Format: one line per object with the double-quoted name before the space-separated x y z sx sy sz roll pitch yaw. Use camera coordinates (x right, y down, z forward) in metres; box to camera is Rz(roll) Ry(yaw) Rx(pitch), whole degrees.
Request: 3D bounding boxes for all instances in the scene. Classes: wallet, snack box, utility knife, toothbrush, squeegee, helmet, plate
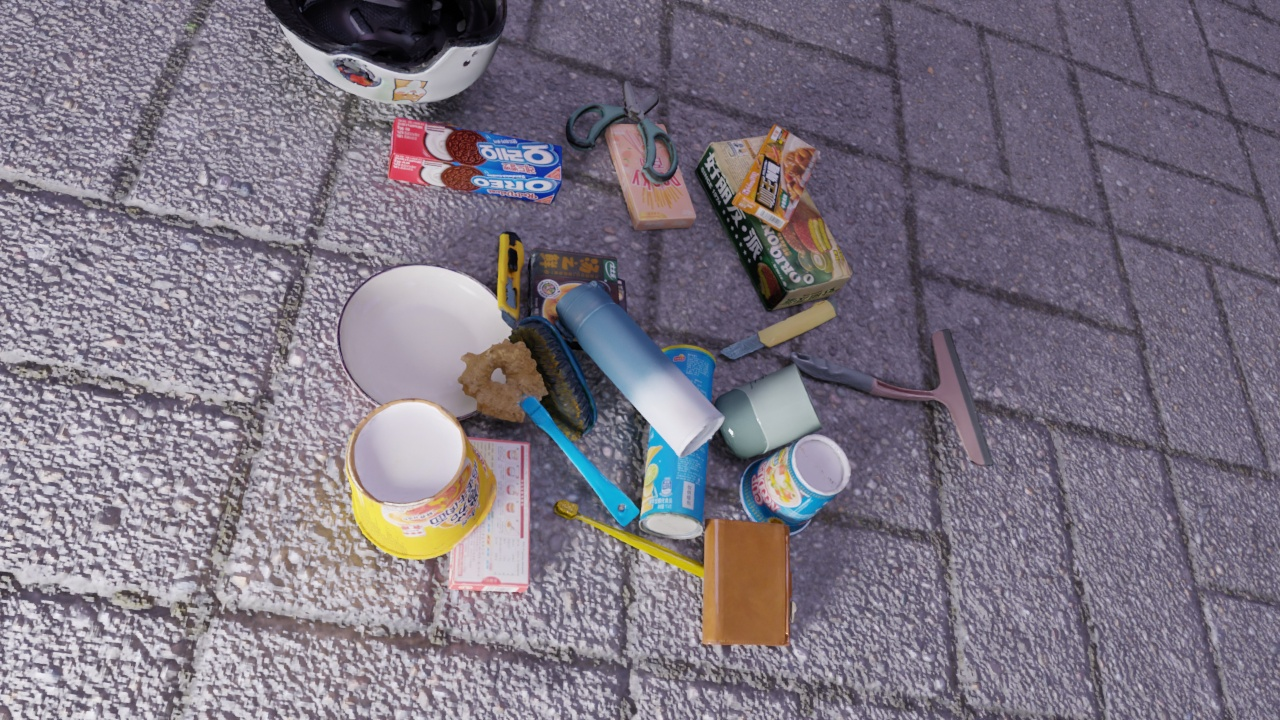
"wallet" 0.117 0.239 0.988 0.107 0.031 0.131 7 76 -21
"snack box" 0.177 -0.189 1.236 0.114 0.063 0.240 -16 70 -28
"utility knife" 0.186 -0.041 1.185 0.211 0.022 0.031 -21 72 -37
"snack box" 0.181 -0.242 1.211 0.075 0.026 0.153 30 55 -3
"snack box" -0.153 0.156 0.940 0.077 0.027 0.155 7 61 -18
"toothbrush" -0.005 0.192 0.985 0.190 0.017 0.015 25 58 -7
"squeegee" 0.306 0.028 1.185 0.249 0.040 0.247 12 43 -9
"utility knife" -0.148 -0.096 1.055 0.033 0.015 0.170 26 37 -29
"snack box" -0.198 -0.243 1.119 0.207 0.057 0.058 6 64 -19
"helmet" -0.300 -0.401 1.106 0.274 0.157 0.229 -2 65 -11
"snack box" 0.012 -0.246 1.223 0.084 0.026 0.157 -7 66 -24
"plate" -0.230 -0.015 0.994 0.192 0.039 0.192 9 60 -17
"snack box" -0.070 -0.068 1.085 0.125 0.053 0.113 4 62 -14

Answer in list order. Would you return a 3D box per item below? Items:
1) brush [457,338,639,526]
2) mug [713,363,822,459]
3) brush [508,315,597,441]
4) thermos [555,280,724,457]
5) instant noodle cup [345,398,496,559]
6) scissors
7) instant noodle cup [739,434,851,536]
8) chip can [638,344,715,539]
"brush" -0.090 0.079 0.965 0.083 0.046 0.254 -43 102 -8
"mug" 0.147 0.060 1.068 0.106 0.111 0.082 -25 87 11
"brush" -0.090 0.016 1.008 0.144 0.055 0.073 63 26 -10
"thermos" -0.006 0.006 0.989 0.070 0.070 0.220 -32 69 -32
"instant noodle cup" -0.214 0.106 0.874 0.138 0.110 0.137 2 61 -4
"scissors" -0.029 -0.305 1.211 0.180 0.019 0.170 -4 66 -22
"instant noodle cup" 0.179 0.135 1.033 0.099 0.110 0.099 9 59 -16
"chip can" 0.043 0.089 1.028 0.071 0.071 0.209 15 60 -14
